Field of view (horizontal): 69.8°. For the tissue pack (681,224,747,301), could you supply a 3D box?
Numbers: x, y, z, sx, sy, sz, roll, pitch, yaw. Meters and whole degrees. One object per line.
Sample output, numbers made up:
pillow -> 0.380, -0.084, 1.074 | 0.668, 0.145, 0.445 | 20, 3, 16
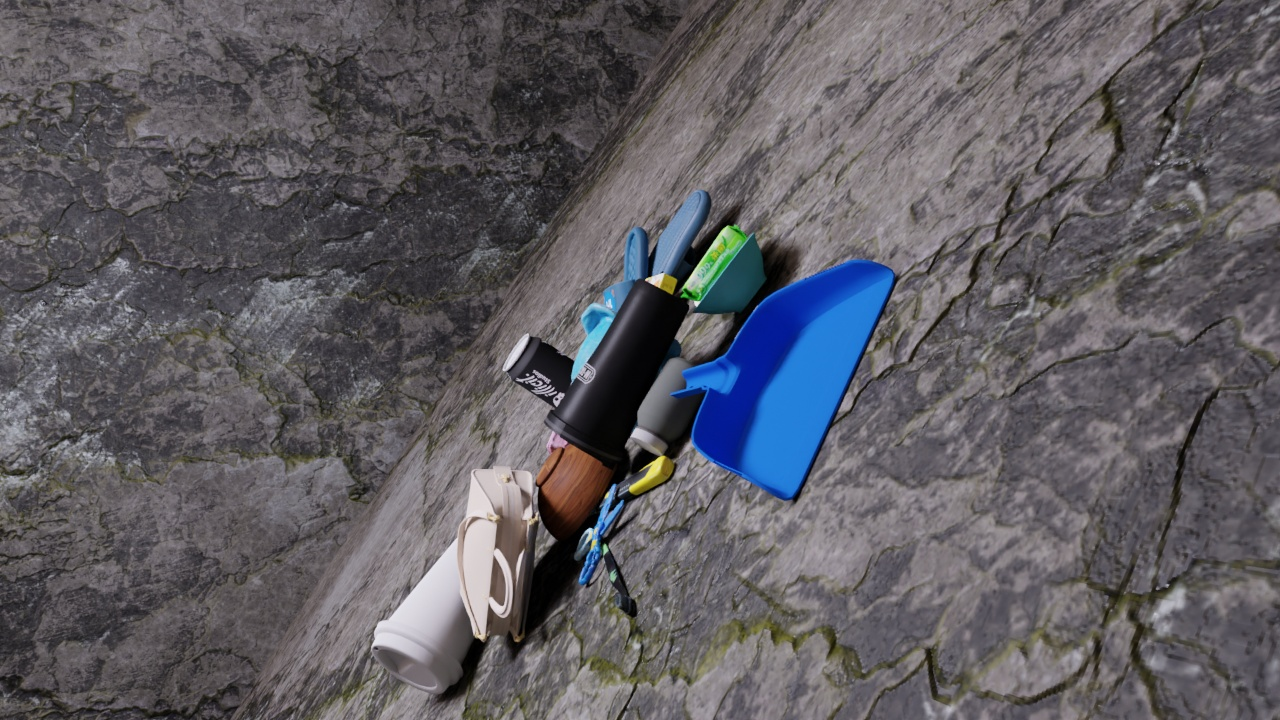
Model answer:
tissue pack -> 0.094, -0.123, 1.168 | 0.114, 0.034, 0.099 | -55, -1, 8

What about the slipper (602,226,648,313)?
slipper -> -0.024, -0.111, 1.464 | 0.104, 0.059, 0.213 | 161, 117, -73

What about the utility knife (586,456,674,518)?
utility knife -> -0.020, 0.157, 1.098 | 0.198, 0.020, 0.028 | -39, 21, 49

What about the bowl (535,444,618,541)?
bowl -> -0.094, 0.154, 1.191 | 0.147, 0.069, 0.147 | -54, 10, 14

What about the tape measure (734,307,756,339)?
tape measure -> 0.134, -0.034, 1.032 | 0.064, 0.017, 0.065 | -56, 16, -3

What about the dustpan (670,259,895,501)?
dustpan -> 0.110, 0.023, 0.919 | 0.245, 0.059, 0.258 | -61, 16, -19

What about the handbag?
handbag -> -0.169, 0.250, 1.125 | 0.198, 0.101, 0.195 | -135, 51, -69

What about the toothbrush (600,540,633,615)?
toothbrush -> -0.031, 0.229, 0.989 | 0.014, 0.017, 0.188 | -57, 15, 3

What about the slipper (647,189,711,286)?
slipper -> 0.061, -0.169, 1.436 | 0.103, 0.059, 0.214 | -93, 28, -50

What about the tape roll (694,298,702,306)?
tape roll -> 0.109, -0.107, 1.241 | 0.094, 0.019, 0.094 | -49, 18, 21

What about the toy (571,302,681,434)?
toy -> -0.007, 0.007, 1.201 | 0.181, 0.183, 0.114 | -11, 0, 39

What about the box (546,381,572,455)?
box -> -0.082, 0.066, 1.343 | 0.098, 0.041, 0.232 | 84, -161, -48

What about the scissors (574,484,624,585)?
scissors -> -0.051, 0.205, 1.080 | 0.125, 0.016, 0.125 | -28, 38, 63

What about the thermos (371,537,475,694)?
thermos -> -0.260, 0.332, 1.270 | 0.132, 0.131, 0.221 | -36, 17, 49

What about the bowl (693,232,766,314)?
bowl -> 0.118, -0.092, 1.111 | 0.121, 0.046, 0.121 | -52, -2, -3

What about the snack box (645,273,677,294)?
snack box -> 0.007, -0.053, 1.365 | 0.075, 0.025, 0.152 | -6, 63, 69

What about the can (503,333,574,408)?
can -> -0.138, 0.027, 1.454 | 0.080, 0.146, 0.080 | -49, 17, 21

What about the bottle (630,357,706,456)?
bottle -> 0.034, 0.054, 1.067 | 0.108, 0.060, 0.060 | -59, 17, -14

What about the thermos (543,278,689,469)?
thermos -> -0.024, 0.014, 1.102 | 0.218, 0.106, 0.106 | -61, 16, 2
